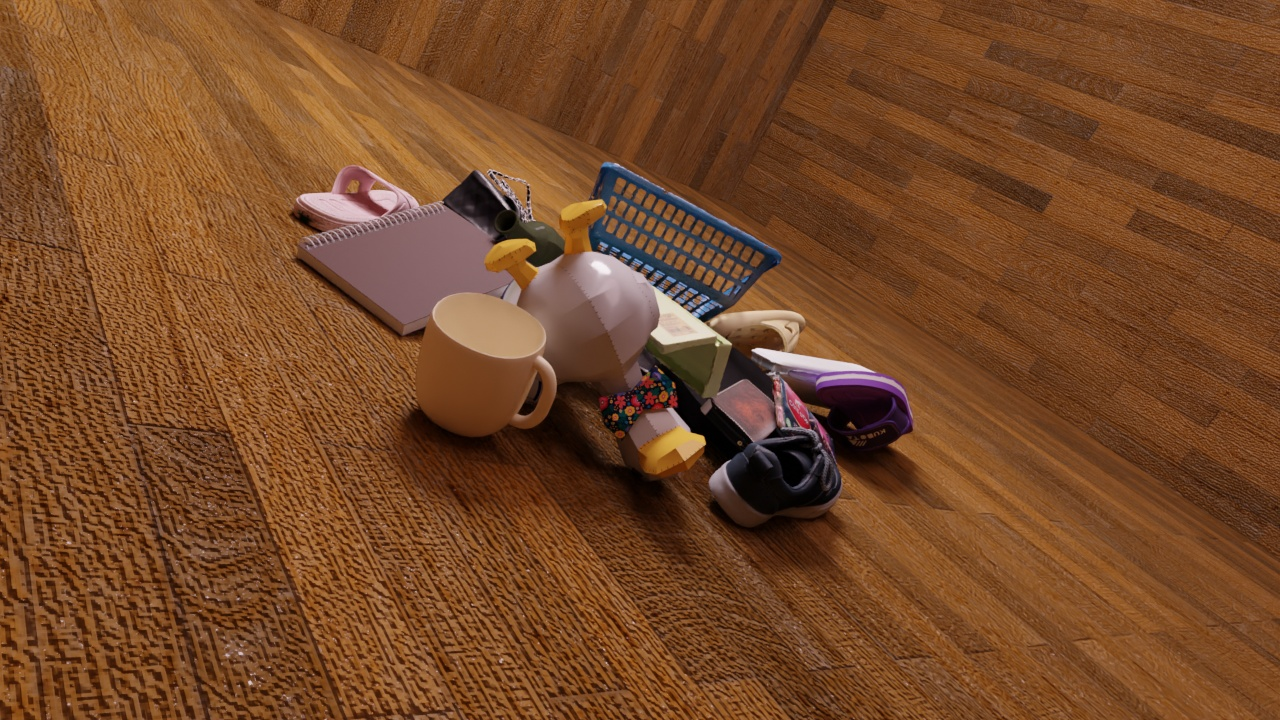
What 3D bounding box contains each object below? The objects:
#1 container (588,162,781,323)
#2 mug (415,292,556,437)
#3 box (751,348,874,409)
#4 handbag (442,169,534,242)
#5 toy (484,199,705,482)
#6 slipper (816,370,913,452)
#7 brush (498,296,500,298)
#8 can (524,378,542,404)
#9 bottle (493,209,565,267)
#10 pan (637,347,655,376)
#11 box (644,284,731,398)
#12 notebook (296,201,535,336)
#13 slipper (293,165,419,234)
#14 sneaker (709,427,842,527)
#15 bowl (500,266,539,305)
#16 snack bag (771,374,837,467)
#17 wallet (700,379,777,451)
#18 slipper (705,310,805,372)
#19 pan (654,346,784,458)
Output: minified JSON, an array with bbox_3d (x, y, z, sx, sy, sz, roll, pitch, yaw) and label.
[{"bbox_3d":[0.023,-0.136,1.303,0.257,0.089,0.362,27,-9,-5],"label":"container"},{"bbox_3d":[-0.128,0.016,0.767,0.120,0.100,0.096,28,30,9],"label":"mug"},{"bbox_3d":[0.264,0.014,1.350,0.215,0.123,0.083,15,65,-29],"label":"box"},{"bbox_3d":[-0.171,-0.184,1.240,0.125,0.114,0.154,46,-5,25],"label":"handbag"},{"bbox_3d":[-0.038,-0.010,0.864,0.267,0.140,0.247,64,-12,-20],"label":"toy"},{"bbox_3d":[0.330,0.092,1.309,0.107,0.084,0.266,-6,-20,26],"label":"slipper"},{"bbox_3d":[-0.231,-0.124,1.140,0.089,0.043,0.228,17,19,-32],"label":"brush"},{"bbox_3d":[-0.137,0.018,0.874,0.095,0.032,0.032,16,20,-36],"label":"can"},{"bbox_3d":[-0.123,-0.129,1.162,0.071,0.071,0.207,37,-4,27],"label":"bottle"},{"bbox_3d":[-0.006,0.007,1.093,0.187,0.055,0.356,31,28,-11],"label":"pan"},{"bbox_3d":[0.018,-0.026,1.019,0.091,0.083,0.188,-14,30,-22],"label":"box"},{"bbox_3d":[-0.240,-0.109,1.007,0.171,0.022,0.208,35,36,20],"label":"notebook"},{"bbox_3d":[-0.345,-0.205,1.169,0.094,0.064,0.238,30,18,7],"label":"slipper"},{"bbox_3d":[0.159,0.111,0.945,0.089,0.088,0.235,53,27,21],"label":"sneaker"},{"bbox_3d":[-0.100,-0.039,1.018,0.118,0.117,0.062,27,-25,-2],"label":"bowl"},{"bbox_3d":[0.195,0.088,1.083,0.155,0.018,0.074,45,34,-39],"label":"snack bag"},{"bbox_3d":[0.118,0.059,1.024,0.072,0.019,0.122,46,25,11],"label":"wallet"},{"bbox_3d":[0.176,-0.018,1.407,0.260,0.112,0.079,0,53,-51],"label":"slipper"},{"bbox_3d":[0.077,-0.001,1.138,0.224,0.034,0.356,1,45,-55],"label":"pan"}]
